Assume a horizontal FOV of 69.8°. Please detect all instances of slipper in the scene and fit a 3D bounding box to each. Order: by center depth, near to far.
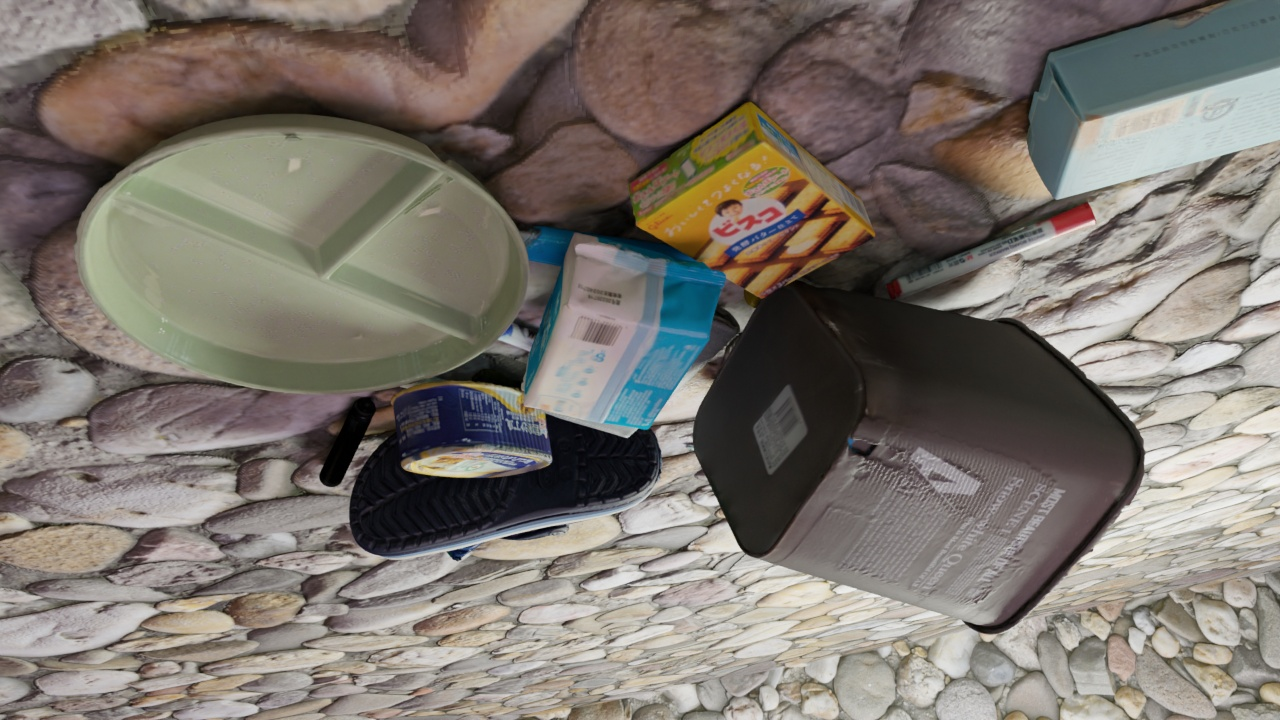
[{"bbox_3d":[-0.109,0.098,0.759,0.252,0.105,0.095,-10,159,-8],"label":"slipper"}]

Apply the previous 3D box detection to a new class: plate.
[{"bbox_3d":[-0.177,-0.049,0.505,0.230,0.027,0.231,-7,148,-4],"label":"plate"}]

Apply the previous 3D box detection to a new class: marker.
[{"bbox_3d":[-0.069,-0.010,0.652,0.017,0.016,0.145,-28,149,29],"label":"marker"},{"bbox_3d":[0.247,-0.076,0.655,0.145,0.017,0.017,-22,152,19],"label":"marker"},{"bbox_3d":[-0.235,0.069,0.732,0.020,0.022,0.132,35,139,-7],"label":"marker"}]

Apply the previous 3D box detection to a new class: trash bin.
[{"bbox_3d":[0.178,0.060,0.645,0.219,0.198,0.199,14,119,-27],"label":"trash bin"}]

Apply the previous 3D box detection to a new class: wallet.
[{"bbox_3d":[-0.004,0.004,0.660,0.106,0.037,0.130,18,127,-43],"label":"wallet"}]

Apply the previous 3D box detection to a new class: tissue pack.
[{"bbox_3d":[-0.015,-0.016,0.561,0.090,0.063,0.140,12,142,-14],"label":"tissue pack"}]

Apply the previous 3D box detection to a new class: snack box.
[{"bbox_3d":[0.307,-0.149,0.498,0.175,0.051,0.074,-14,155,7],"label":"snack box"},{"bbox_3d":[0.069,-0.088,0.542,0.087,0.033,0.140,-29,147,29],"label":"snack box"}]

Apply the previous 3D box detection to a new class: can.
[{"bbox_3d":[-0.116,0.051,0.653,0.075,0.049,0.148,-16,165,19],"label":"can"}]

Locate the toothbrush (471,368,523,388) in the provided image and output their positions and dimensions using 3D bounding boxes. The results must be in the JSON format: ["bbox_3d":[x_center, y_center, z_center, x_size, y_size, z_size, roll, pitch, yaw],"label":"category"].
[{"bbox_3d":[-0.059,0.032,0.746,0.017,0.012,0.185,-25,151,36],"label":"toothbrush"}]

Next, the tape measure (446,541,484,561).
[{"bbox_3d":[-0.177,0.166,0.911,0.058,0.054,0.025,-32,170,-46],"label":"tape measure"}]

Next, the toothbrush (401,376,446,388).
[{"bbox_3d":[-0.160,0.017,0.666,0.020,0.029,0.189,22,-177,43],"label":"toothbrush"}]

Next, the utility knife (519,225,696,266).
[{"bbox_3d":[-0.026,-0.065,0.564,0.185,0.018,0.034,6,149,-29],"label":"utility knife"}]

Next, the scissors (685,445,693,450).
[{"bbox_3d":[0.105,0.099,0.919,0.077,0.017,0.137,0,164,42],"label":"scissors"}]

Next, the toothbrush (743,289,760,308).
[{"bbox_3d":[0.140,-0.025,0.711,0.017,0.015,0.190,-35,146,29],"label":"toothbrush"}]
